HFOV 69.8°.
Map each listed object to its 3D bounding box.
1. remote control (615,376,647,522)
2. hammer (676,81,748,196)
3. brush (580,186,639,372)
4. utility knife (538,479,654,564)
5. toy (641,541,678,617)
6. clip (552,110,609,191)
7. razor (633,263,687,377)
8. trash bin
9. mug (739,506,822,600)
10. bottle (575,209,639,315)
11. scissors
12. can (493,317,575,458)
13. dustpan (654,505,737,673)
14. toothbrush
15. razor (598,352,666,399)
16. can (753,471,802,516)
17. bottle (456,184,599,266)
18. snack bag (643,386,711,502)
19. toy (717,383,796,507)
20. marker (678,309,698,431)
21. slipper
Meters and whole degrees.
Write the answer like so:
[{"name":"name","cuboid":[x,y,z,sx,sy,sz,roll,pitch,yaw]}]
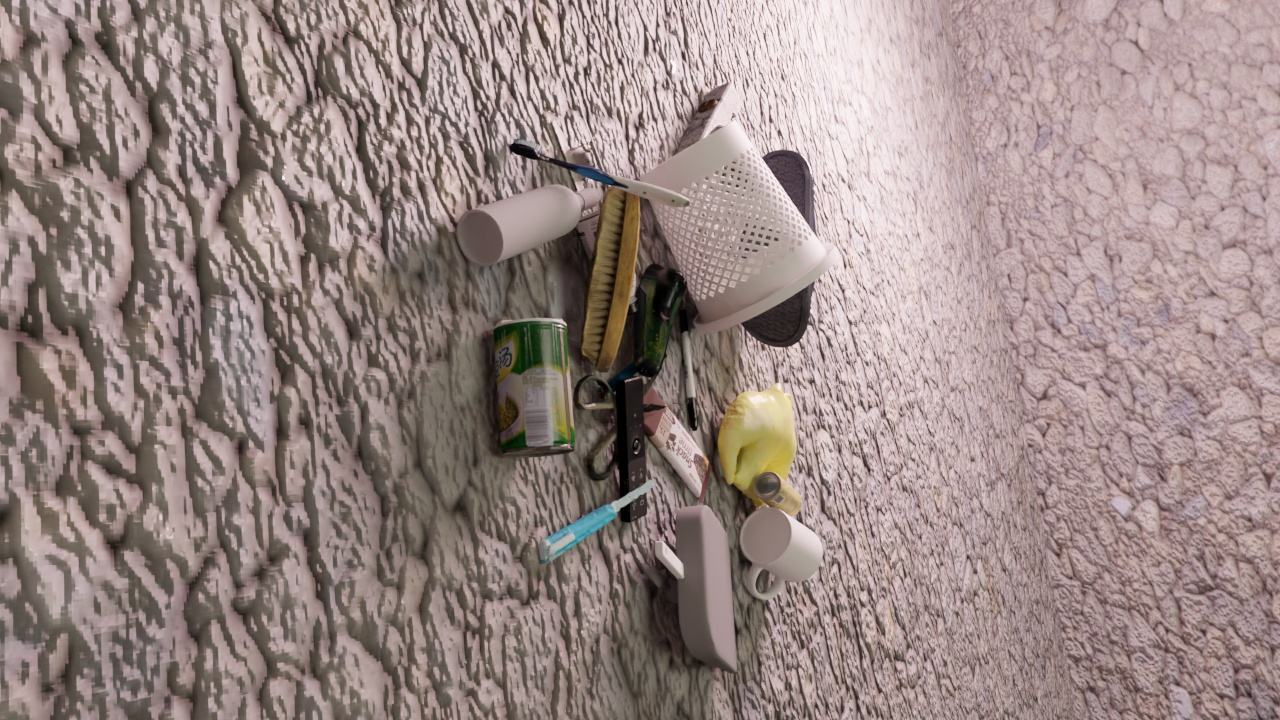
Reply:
[{"name":"remote control","cuboid":[-0.009,0.093,0.958,0.034,0.013,0.150,-13,103,-57]},{"name":"hammer","cuboid":[0.149,-0.220,1.314,0.301,0.037,0.217,58,37,-29]},{"name":"brush","cuboid":[-0.032,-0.085,0.941,0.059,0.043,0.195,-168,-93,-82]},{"name":"utility knife","cuboid":[-0.036,0.155,0.904,0.178,0.015,0.022,-22,97,-49]},{"name":"toy","cuboid":[0.038,0.249,0.992,0.049,0.030,0.112,-48,126,-35]},{"name":"clip","cuboid":[-0.060,-0.219,1.004,0.057,0.052,0.102,-26,104,-28]},{"name":"razor","cuboid":[0.019,-0.047,1.022,0.054,0.067,0.151,24,46,-14]},{"name":"trash bin","cuboid":[0.105,-0.168,1.110,0.199,0.196,0.194,59,36,-10]},{"name":"mug","cuboid":[0.172,0.252,1.168,0.090,0.074,0.110,37,76,-46]},{"name":"bottle","cuboid":[-0.031,-0.104,0.993,0.041,0.041,0.116,-42,115,-54]},{"name":"scissors","cuboid":[-0.022,0.055,0.962,0.166,0.013,0.157,47,53,-44]},{"name":"can","cuboid":[-0.096,0.024,0.827,0.067,0.067,0.121,10,72,-55]},{"name":"dustpan","cuboid":[0.062,0.232,0.980,0.258,0.033,0.163,60,25,-60]},{"name":"toothbrush","cuboid":[-0.040,-0.188,0.919,0.016,0.189,0.017,110,-3,-47]},{"name":"razor","cuboid":[-0.006,0.006,1.014,0.143,0.022,0.042,-43,115,-53]},{"name":"can","cuboid":[0.177,0.172,1.172,0.079,0.038,0.038,41,47,-51]},{"name":"bottle","cuboid":[-0.098,-0.141,0.893,0.194,0.053,0.052,-36,109,-55]},{"name":"snack bag","cuboid":[0.041,0.097,1.063,0.158,0.013,0.056,54,41,-33]},{"name":"toy","cuboid":[0.157,0.105,1.191,0.170,0.065,0.154,42,64,-47]},{"name":"marker","cuboid":[0.059,0.011,1.121,0.011,0.011,0.152,12,69,-55]},{"name":"slipper","cuboid":[0.193,-0.152,1.272,0.083,0.111,0.268,0,93,-67]}]
